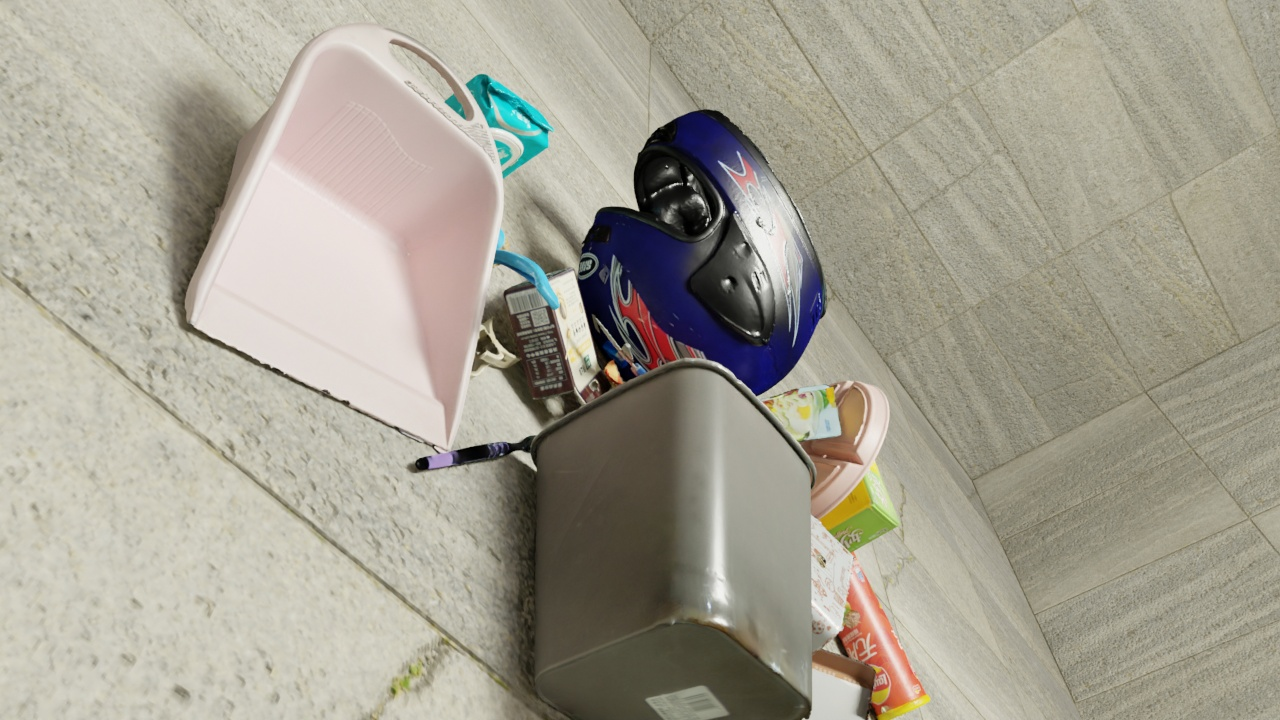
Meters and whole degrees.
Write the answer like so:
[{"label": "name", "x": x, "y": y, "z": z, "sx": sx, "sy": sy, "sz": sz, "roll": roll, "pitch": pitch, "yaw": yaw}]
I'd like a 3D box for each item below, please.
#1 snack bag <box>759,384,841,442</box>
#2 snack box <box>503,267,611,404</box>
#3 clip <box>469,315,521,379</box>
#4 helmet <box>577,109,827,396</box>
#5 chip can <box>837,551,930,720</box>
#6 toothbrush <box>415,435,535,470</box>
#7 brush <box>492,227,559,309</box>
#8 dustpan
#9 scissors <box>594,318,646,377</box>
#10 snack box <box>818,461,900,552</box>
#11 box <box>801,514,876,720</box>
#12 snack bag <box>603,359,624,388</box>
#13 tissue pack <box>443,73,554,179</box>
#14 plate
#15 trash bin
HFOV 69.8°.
[{"label": "snack bag", "x": 0.140, "y": 0.074, "z": 1.096, "sx": 0.110, "sy": 0.191, "sz": 0.039, "roll": -85, "pitch": 161, "yaw": -52}, {"label": "snack box", "x": -0.075, "y": -0.019, "z": 0.863, "sx": 0.113, "sy": 0.053, "sz": 0.126, "roll": -52, "pitch": 129, "yaw": -75}, {"label": "clip", "x": -0.134, "y": -0.009, "z": 0.789, "sx": 0.071, "sy": 0.035, "sz": 0.100, "roll": 56, "pitch": 11, "yaw": -3}, {"label": "helmet", "x": 0.047, "y": -0.093, "z": 1.025, "sx": 0.315, "sy": 0.240, "sz": 0.248, "roll": 61, "pitch": -20, "yaw": -9}, {"label": "chip can", "x": 0.292, "y": 0.352, "z": 1.191, "sx": 0.073, "sy": 0.073, "sz": 0.216, "roll": 24, "pitch": 37, "yaw": -57}, {"label": "toothbrush", "x": -0.117, "y": 0.071, "z": 0.720, "sx": 0.188, "sy": 0.017, "sz": 0.014, "roll": -1, "pitch": 75, "yaw": -68}, {"label": "brush", "x": -0.121, "y": -0.095, "z": 0.801, "sx": 0.083, "sy": 0.046, "sz": 0.255, "roll": 54, "pitch": -8, "yaw": -33}, {"label": "dustpan", "x": -0.181, "y": -0.105, "z": 0.657, "sx": 0.222, "sy": 0.139, "sz": 0.273, "roll": 35, "pitch": 28, "yaw": -49}, {"label": "scissors", "x": -0.016, "y": -0.004, "z": 0.890, "sx": 0.165, "sy": 0.012, "sz": 0.156, "roll": 48, "pitch": -7, "yaw": -35}, {"label": "snack box", "x": 0.227, "y": 0.160, "z": 1.200, "sx": 0.070, "sy": 0.158, "sz": 0.209, "roll": 39, "pitch": 26, "yaw": -33}, {"label": "box", "x": 0.151, "y": 0.270, "z": 0.846, "sx": 0.187, "sy": 0.155, "sz": 0.182, "roll": 43, "pitch": 20, "yaw": 5}, {"label": "snack bag", "x": 0.040, "y": 0.096, "z": 0.907, "sx": 0.128, "sy": 0.073, "sz": 0.208, "roll": 37, "pitch": -17, "yaw": 53}, {"label": "tissue pack", "x": -0.158, "y": -0.212, "z": 0.889, "sx": 0.093, "sy": 0.134, "sz": 0.050, "roll": 20, "pitch": 45, "yaw": -54}, {"label": "plate", "x": 0.206, "y": 0.113, "z": 1.123, "sx": 0.028, "sy": 0.230, "sz": 0.229, "roll": 40, "pitch": 24, "yaw": -16}, {"label": "trash bin", "x": 0.027, "y": 0.156, "z": 0.693, "sx": 0.198, "sy": 0.199, "sz": 0.219, "roll": 45, "pitch": 29, "yaw": -32}]
